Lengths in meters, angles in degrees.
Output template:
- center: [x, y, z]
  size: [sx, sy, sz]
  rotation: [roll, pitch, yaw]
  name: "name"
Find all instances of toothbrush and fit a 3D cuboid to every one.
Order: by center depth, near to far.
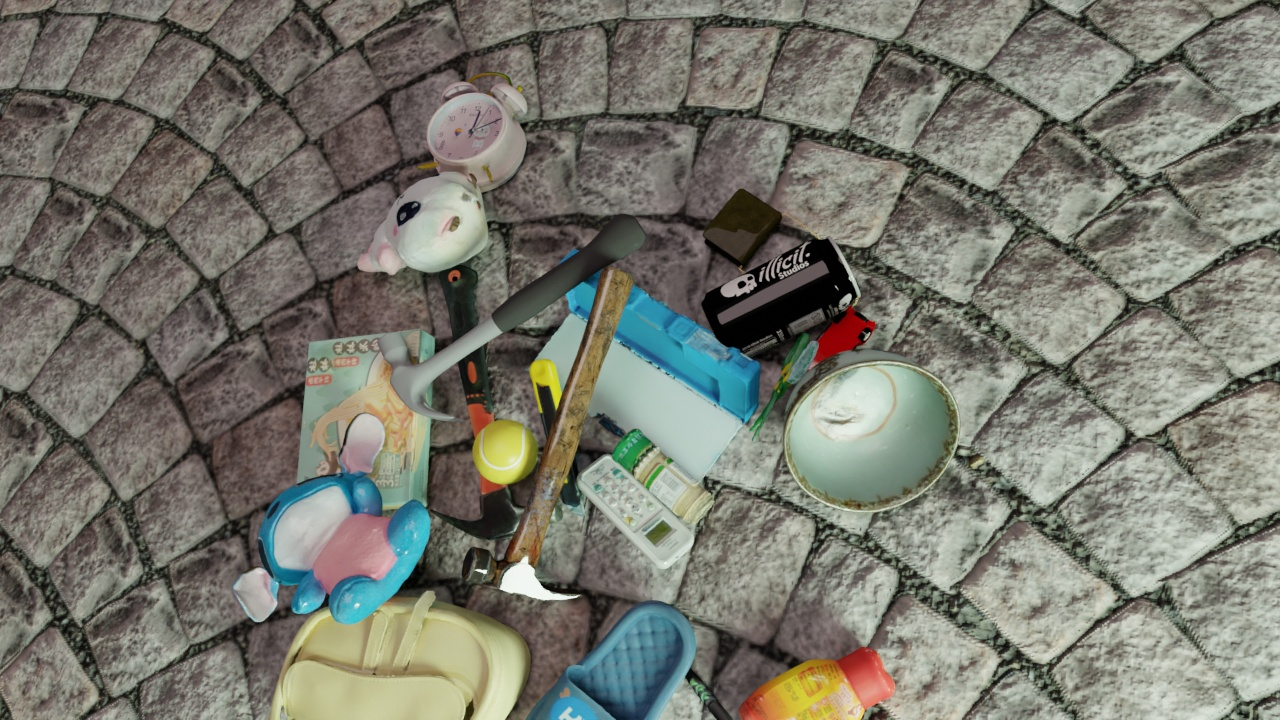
- center: [0.063, 0.315, 0.850]
  size: [0.014, 0.017, 0.188]
  rotation: [-44, 67, 4]
  name: "toothbrush"

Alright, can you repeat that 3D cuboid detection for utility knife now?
- center: [-0.086, 0.081, 0.966]
  size: [0.029, 0.020, 0.174]
  rotation: [-22, 75, 25]
  name: "utility knife"

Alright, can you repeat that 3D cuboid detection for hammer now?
- center: [-0.065, 0.070, 0.899]
  size: [0.120, 0.033, 0.330]
  rotation: [20, 86, -23]
  name: "hammer"
- center: [-0.127, -0.048, 0.943]
  size: [0.311, 0.029, 0.125]
  rotation: [-33, 69, 9]
  name: "hammer"
- center: [-0.180, 0.036, 1.012]
  size: [0.133, 0.033, 0.332]
  rotation: [-17, 65, 7]
  name: "hammer"

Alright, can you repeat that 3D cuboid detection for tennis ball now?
- center: [-0.136, 0.092, 0.924]
  size: [0.065, 0.065, 0.065]
  rotation: [-5, 68, 12]
  name: "tennis ball"

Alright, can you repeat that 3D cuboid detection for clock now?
- center: [-0.199, -0.286, 1.126]
  size: [0.117, 0.059, 0.157]
  rotation: [9, 71, 17]
  name: "clock"

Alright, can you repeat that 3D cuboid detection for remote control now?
- center: [-0.007, 0.152, 0.924]
  size: [0.050, 0.022, 0.133]
  rotation: [-36, 63, -25]
  name: "remote control"

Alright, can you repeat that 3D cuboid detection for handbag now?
- center: [-0.238, 0.311, 0.887]
  size: [0.233, 0.088, 0.190]
  rotation: [16, 77, 18]
  name: "handbag"
- center: [0.158, -0.111, 0.994]
  size: [0.178, 0.027, 0.084]
  rotation: [37, 83, 18]
  name: "handbag"

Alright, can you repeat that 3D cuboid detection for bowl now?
- center: [0.206, 0.052, 0.864]
  size: [0.160, 0.160, 0.093]
  rotation: [-17, 25, 6]
  name: "bowl"

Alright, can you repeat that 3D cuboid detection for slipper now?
- center: [-0.031, 0.316, 0.842]
  size: [0.104, 0.059, 0.213]
  rotation: [41, 89, 21]
  name: "slipper"

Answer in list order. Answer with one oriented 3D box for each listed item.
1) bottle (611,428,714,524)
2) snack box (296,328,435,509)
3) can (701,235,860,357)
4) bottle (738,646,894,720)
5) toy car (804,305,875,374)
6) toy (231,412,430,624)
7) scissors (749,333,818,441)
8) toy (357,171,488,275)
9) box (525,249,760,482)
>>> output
- center: [0.023, 0.116, 0.918]
  size: [0.110, 0.043, 0.042]
  rotation: [40, 82, 16]
  name: "bottle"
- center: [-0.301, 0.068, 1.010]
  size: [0.142, 0.044, 0.193]
  rotation: [-6, 73, 16]
  name: "snack box"
- center: [0.142, -0.062, 0.936]
  size: [0.146, 0.080, 0.080]
  rotation: [-27, 65, 9]
  name: "can"
- center: [0.158, 0.303, 0.812]
  size: [0.134, 0.048, 0.071]
  rotation: [-29, 65, 1]
  name: "bottle"
- center: [0.199, -0.013, 0.940]
  size: [0.038, 0.025, 0.089]
  rotation: [39, 80, 27]
  name: "toy car"
- center: [-0.290, 0.166, 0.900]
  size: [0.192, 0.099, 0.223]
  rotation: [13, 60, 35]
  name: "toy"
- center: [0.141, 0.027, 0.900]
  size: [0.012, 0.112, 0.130]
  rotation: [29, 77, -3]
  name: "scissors"
- center: [-0.255, -0.150, 1.069]
  size: [0.180, 0.101, 0.138]
  rotation: [-18, 38, 25]
  name: "toy"
- center: [-0.006, 0.006, 0.949]
  size: [0.243, 0.114, 0.113]
  rotation: [33, 67, 23]
  name: "box"
